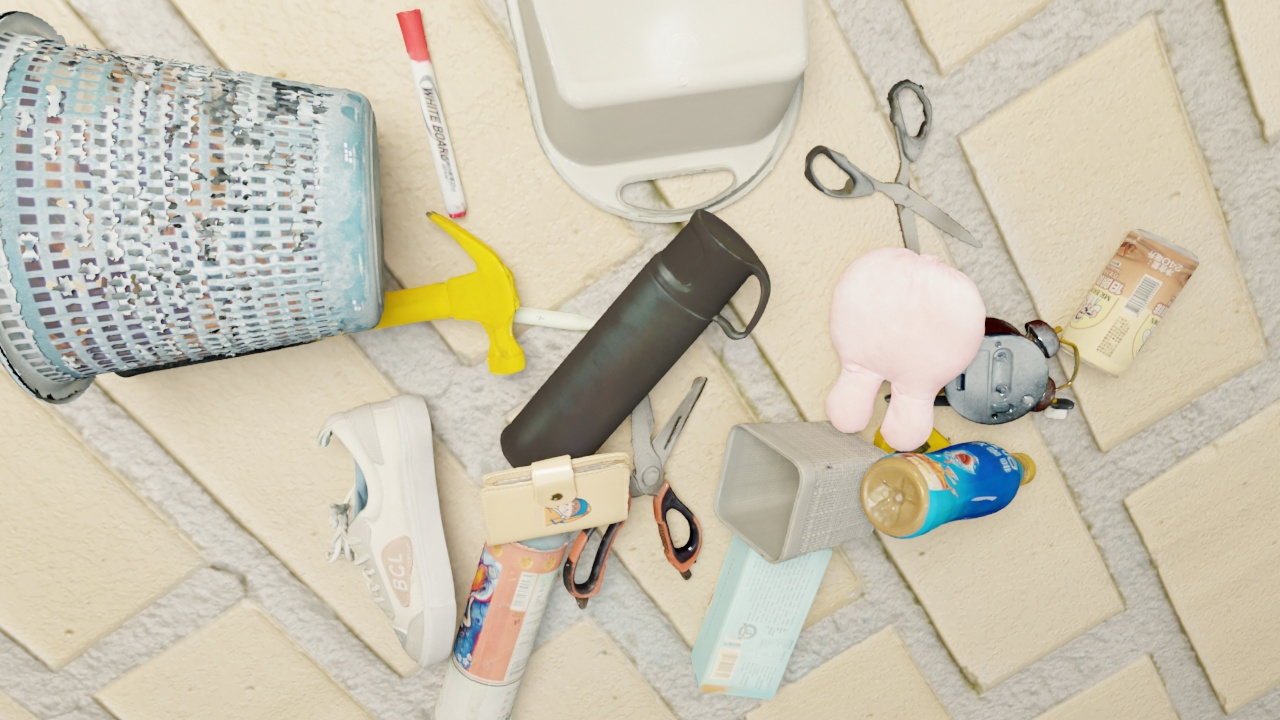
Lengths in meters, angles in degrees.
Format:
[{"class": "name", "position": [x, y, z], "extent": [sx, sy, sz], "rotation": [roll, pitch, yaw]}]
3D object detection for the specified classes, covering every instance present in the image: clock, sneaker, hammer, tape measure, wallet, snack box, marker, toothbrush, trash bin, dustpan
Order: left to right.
[{"class": "trash bin", "position": [-0.261, -0.089, 0.566], "extent": [0.195, 0.226, 0.227], "rotation": [-2, 112, -14]}, {"class": "hammer", "position": [-0.240, -0.029, 0.683], "extent": [0.301, 0.033, 0.129], "rotation": [-11, 100, -1]}, {"class": "sneaker", "position": [-0.206, 0.148, 0.736], "extent": [0.090, 0.089, 0.242], "rotation": [-10, 110, -21]}, {"class": "marker", "position": [-0.147, -0.173, 0.655], "extent": [0.017, 0.017, 0.145], "rotation": [-12, 113, -4]}, {"class": "wallet", "position": [-0.065, 0.106, 0.709], "extent": [0.115, 0.024, 0.087], "rotation": [-7, 134, -11]}, {"class": "toothbrush", "position": [-0.066, -0.030, 0.725], "extent": [0.189, 0.020, 0.029], "rotation": [9, 154, -11]}, {"class": "dustpan", "position": [0.013, -0.241, 0.656], "extent": [0.222, 0.143, 0.257], "rotation": [-9, 84, -5]}, {"class": "snack box", "position": [0.107, 0.226, 0.839], "extent": [0.074, 0.051, 0.175], "rotation": [11, 111, -14]}, {"class": "tape measure", "position": [0.237, 0.074, 0.809], "extent": [0.060, 0.029, 0.057], "rotation": [39, 102, -20]}, {"class": "toothbrush", "position": [0.300, 0.039, 0.812], "extent": [0.181, 0.015, 0.018], "rotation": [4, 120, -11]}, {"class": "clock", "position": [0.304, 0.007, 0.766], "extent": [0.122, 0.055, 0.082], "rotation": [-3, 111, 7]}]

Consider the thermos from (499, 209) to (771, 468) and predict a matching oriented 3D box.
[{"class": "thermos", "position": [-0.004, 0.004, 0.691], "extent": [0.090, 0.068, 0.243], "rotation": [46, 114, 7]}]

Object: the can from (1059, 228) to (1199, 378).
[{"class": "can", "position": [0.407, -0.048, 0.769], "extent": [0.058, 0.058, 0.116], "rotation": [22, 107, -17]}]

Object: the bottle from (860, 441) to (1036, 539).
[{"class": "bottle", "position": [0.268, 0.102, 0.765], "extent": [0.218, 0.065, 0.065], "rotation": [-1, 116, -43]}]

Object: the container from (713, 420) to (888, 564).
[{"class": "container", "position": [0.137, 0.102, 0.759], "extent": [0.114, 0.090, 0.090], "rotation": [-3, 114, -33]}]

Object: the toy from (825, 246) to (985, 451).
[{"class": "toy", "position": [0.205, -0.010, 0.739], "extent": [0.121, 0.054, 0.160], "rotation": [20, 107, 20]}]

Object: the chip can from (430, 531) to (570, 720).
[{"class": "chip can", "position": [-0.122, 0.233, 0.797], "extent": [0.071, 0.071, 0.215], "rotation": [14, 109, -14]}]

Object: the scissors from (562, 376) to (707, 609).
[{"class": "scissors", "position": [0.002, 0.116, 0.777], "extent": [0.188, 0.015, 0.227], "rotation": [-33, 122, -15]}]

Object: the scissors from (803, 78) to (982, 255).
[{"class": "scissors", "position": [0.208, -0.137, 0.729], "extent": [0.180, 0.014, 0.160], "rotation": [10, 113, -15]}]
